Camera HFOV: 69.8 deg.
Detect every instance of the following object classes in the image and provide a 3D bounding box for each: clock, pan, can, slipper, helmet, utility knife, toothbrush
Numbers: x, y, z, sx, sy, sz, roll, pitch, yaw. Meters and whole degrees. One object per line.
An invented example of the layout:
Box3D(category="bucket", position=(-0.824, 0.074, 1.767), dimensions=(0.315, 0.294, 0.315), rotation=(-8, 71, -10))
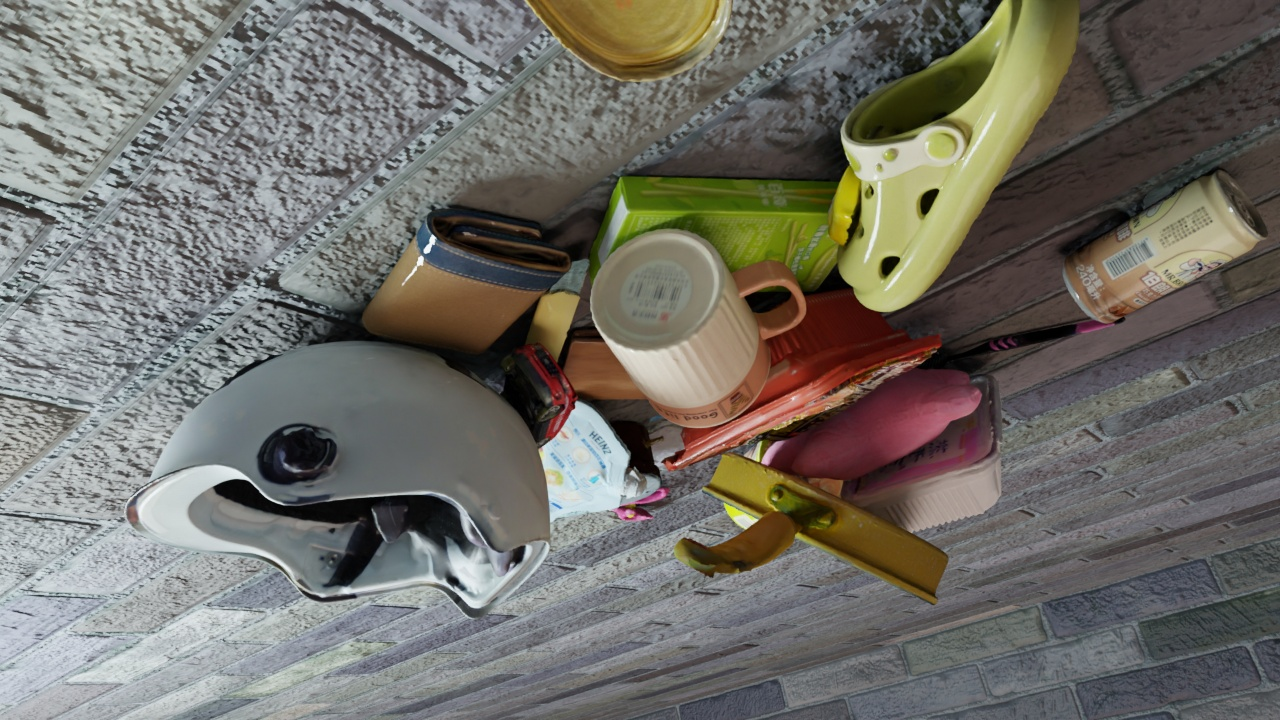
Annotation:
Box3D(category="clock", position=(-0.031, 0.101, 0.843), dimensions=(0.082, 0.055, 0.122), rotation=(4, 151, -29))
Box3D(category="pan", position=(0.107, 0.125, 0.653), dimensions=(0.198, 0.078, 0.357), rotation=(23, 174, 27))
Box3D(category="can", position=(0.362, -0.077, 0.641), dimensions=(0.058, 0.058, 0.117), rotation=(10, 146, -36))
Box3D(category="slipper", position=(0.144, -0.112, 0.471), dimensions=(0.081, 0.091, 0.191), rotation=(24, 137, 0))
Box3D(category="helmet", position=(-0.183, 0.068, 0.615), dimensions=(0.258, 0.145, 0.230), rotation=(9, 150, -4))
Box3D(category="can", position=(-0.016, -0.165, 0.326), dimensions=(0.075, 0.049, 0.148), rotation=(-20, 152, 17))
Box3D(category="utility knife", position=(-0.061, -0.019, 0.630), dimensions=(0.031, 0.020, 0.188), rotation=(1, 159, -15))
Box3D(category="toothbrush", position=(0.327, -0.018, 0.796), dimensions=(0.189, 0.014, 0.018), rotation=(-13, 144, 3))

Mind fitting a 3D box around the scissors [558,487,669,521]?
Box3D(category="scissors", position=(-0.025, 0.157, 1.003), dimensions=(0.133, 0.017, 0.131), rotation=(20, 142, -41))

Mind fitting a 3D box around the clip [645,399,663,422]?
Box3D(category="clip", position=(0.030, 0.037, 0.782), dimensions=(0.058, 0.045, 0.027), rotation=(3, 150, -39))

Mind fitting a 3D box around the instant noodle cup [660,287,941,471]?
Box3D(category="instant noodle cup", position=(0.106, 0.010, 0.653), dimensions=(0.165, 0.079, 0.188), rotation=(-33, 168, 37))

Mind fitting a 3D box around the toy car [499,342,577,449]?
Box3D(category="toy car", position=(-0.071, 0.024, 0.649), dimensions=(0.045, 0.053, 0.121), rotation=(-33, 169, -20))

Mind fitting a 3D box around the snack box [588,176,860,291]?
Box3D(category="snack box", position=(0.053, -0.074, 0.560), dimensions=(0.156, 0.026, 0.086), rotation=(-2, 152, -17))

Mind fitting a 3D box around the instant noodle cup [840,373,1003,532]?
Box3D(category="instant noodle cup", position=(0.259, 0.087, 0.813), dimensions=(0.138, 0.060, 0.173), rotation=(-23, -164, 27))

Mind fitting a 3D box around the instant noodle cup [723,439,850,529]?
Box3D(category="instant noodle cup", position=(0.140, 0.119, 0.903), dimensions=(0.111, 0.111, 0.124), rotation=(-1, 161, -21))

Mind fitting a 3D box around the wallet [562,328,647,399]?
Box3D(category="wallet", position=(-0.004, 0.004, 0.703), dimensions=(0.115, 0.020, 0.101), rotation=(-1, 152, -15))

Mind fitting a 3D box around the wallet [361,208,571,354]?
Box3D(category="wallet", position=(-0.107, -0.043, 0.554), dimensions=(0.090, 0.033, 0.116), rotation=(10, 147, -32))

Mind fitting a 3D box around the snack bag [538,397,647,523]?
Box3D(category="snack bag", position=(-0.086, 0.099, 0.785), dimensions=(0.191, 0.110, 0.038), rotation=(-27, -167, 34))

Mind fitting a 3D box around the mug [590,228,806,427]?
Box3D(category="mug", position=(0.039, -0.022, 0.536), dimensions=(0.115, 0.081, 0.106), rotation=(-21, 150, 10))

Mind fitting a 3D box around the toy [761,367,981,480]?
Box3D(category="toy", position=(0.190, 0.054, 0.784), dimensions=(0.195, 0.074, 0.178), rotation=(-26, 180, 13))
